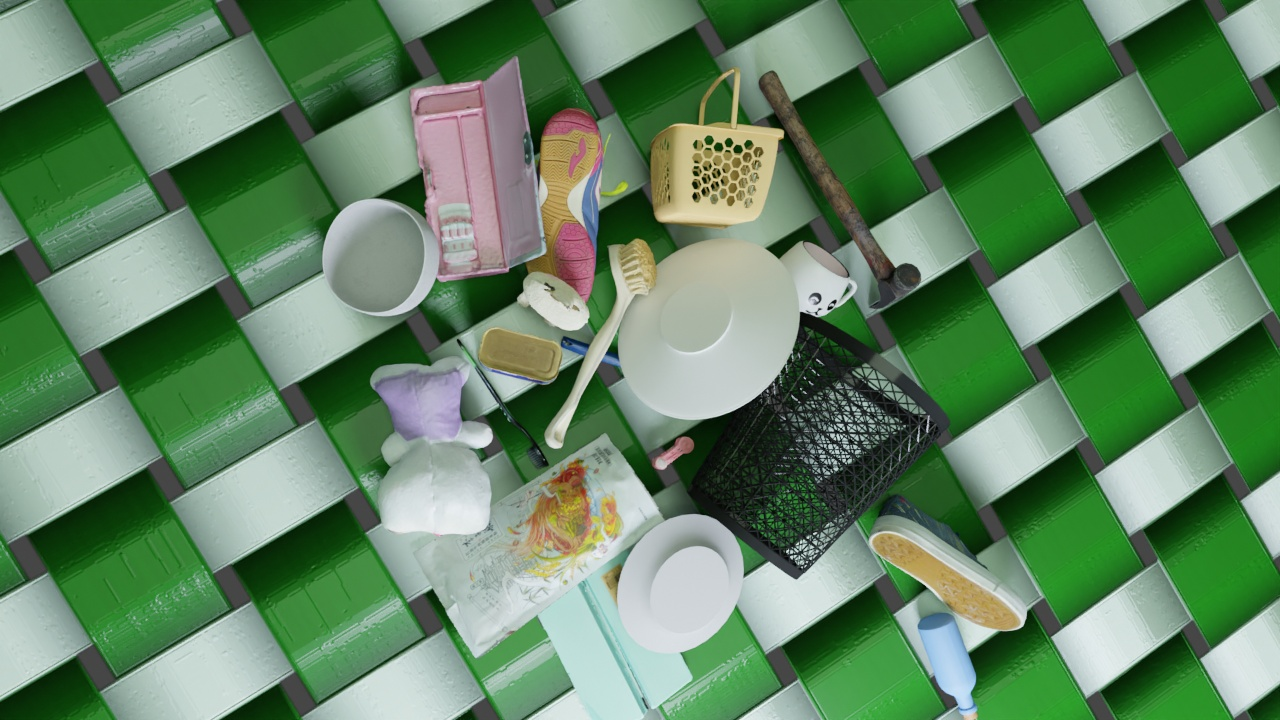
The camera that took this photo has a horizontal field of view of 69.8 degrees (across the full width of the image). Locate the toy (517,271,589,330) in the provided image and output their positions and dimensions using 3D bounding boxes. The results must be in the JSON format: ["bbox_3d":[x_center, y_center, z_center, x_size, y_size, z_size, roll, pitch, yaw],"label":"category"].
[{"bbox_3d":[-0.098,-0.068,1.061,0.087,0.113,0.050,39,64,-13],"label":"toy"}]

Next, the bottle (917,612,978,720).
[{"bbox_3d":[0.392,0.387,1.152,0.048,0.048,0.131,-21,90,-9],"label":"bottle"}]

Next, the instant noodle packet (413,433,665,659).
[{"bbox_3d":[-0.117,0.208,1.074,0.269,0.057,0.147,-33,69,-10],"label":"instant noodle packet"}]

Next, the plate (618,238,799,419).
[{"bbox_3d":[0.069,-0.045,1.063,0.230,0.030,0.229,-11,64,24],"label":"plate"}]

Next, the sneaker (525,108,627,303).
[{"bbox_3d":[-0.079,-0.177,1.102,0.116,0.091,0.242,6,106,-2],"label":"sneaker"}]

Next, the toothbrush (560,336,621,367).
[{"bbox_3d":[-0.007,0.007,1.127,0.190,0.017,0.016,19,83,-7],"label":"toothbrush"}]

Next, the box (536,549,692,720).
[{"bbox_3d":[-0.032,0.334,1.095,0.138,0.056,0.187,-28,92,-3],"label":"box"}]

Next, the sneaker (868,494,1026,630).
[{"bbox_3d":[0.392,0.250,1.148,0.235,0.088,0.079,36,50,-9],"label":"sneaker"}]

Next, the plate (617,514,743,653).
[{"bbox_3d":[0.055,0.269,1.090,0.172,0.019,0.173,-5,101,-26],"label":"plate"}]

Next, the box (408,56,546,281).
[{"bbox_3d":[-0.183,-0.219,1.081,0.173,0.075,0.233,-8,88,24],"label":"box"}]

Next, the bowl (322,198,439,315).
[{"bbox_3d":[-0.292,-0.117,1.059,0.132,0.064,0.132,0,91,14],"label":"bowl"}]

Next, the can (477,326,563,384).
[{"bbox_3d":[-0.142,-0.006,1.086,0.100,0.059,0.054,14,85,-8],"label":"can"}]

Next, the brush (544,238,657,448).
[{"bbox_3d":[-0.050,-0.022,1.089,0.062,0.077,0.272,31,77,-42],"label":"brush"}]

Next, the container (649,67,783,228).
[{"bbox_3d":[0.080,-0.245,1.071,0.129,0.183,0.167,5,94,-8],"label":"container"}]

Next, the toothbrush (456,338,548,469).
[{"bbox_3d":[-0.169,0.053,1.102,0.017,0.014,0.188,-35,92,-1],"label":"toothbrush"}]

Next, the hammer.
[{"bbox_3d":[0.236,-0.215,1.148,0.033,0.120,0.330,-27,82,-10],"label":"hammer"}]

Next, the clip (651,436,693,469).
[{"bbox_3d":[0.037,0.114,1.132,0.059,0.041,0.023,-33,96,-20],"label":"clip"}]

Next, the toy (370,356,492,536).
[{"bbox_3d":[-0.239,0.100,1.056,0.137,0.086,0.209,-7,83,-10],"label":"toy"}]

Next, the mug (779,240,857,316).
[{"bbox_3d":[0.218,-0.092,1.138,0.123,0.090,0.076,15,123,-36],"label":"mug"}]

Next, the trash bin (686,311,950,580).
[{"bbox_3d":[0.191,0.106,1.064,0.217,0.217,0.243,38,89,-5],"label":"trash bin"}]
